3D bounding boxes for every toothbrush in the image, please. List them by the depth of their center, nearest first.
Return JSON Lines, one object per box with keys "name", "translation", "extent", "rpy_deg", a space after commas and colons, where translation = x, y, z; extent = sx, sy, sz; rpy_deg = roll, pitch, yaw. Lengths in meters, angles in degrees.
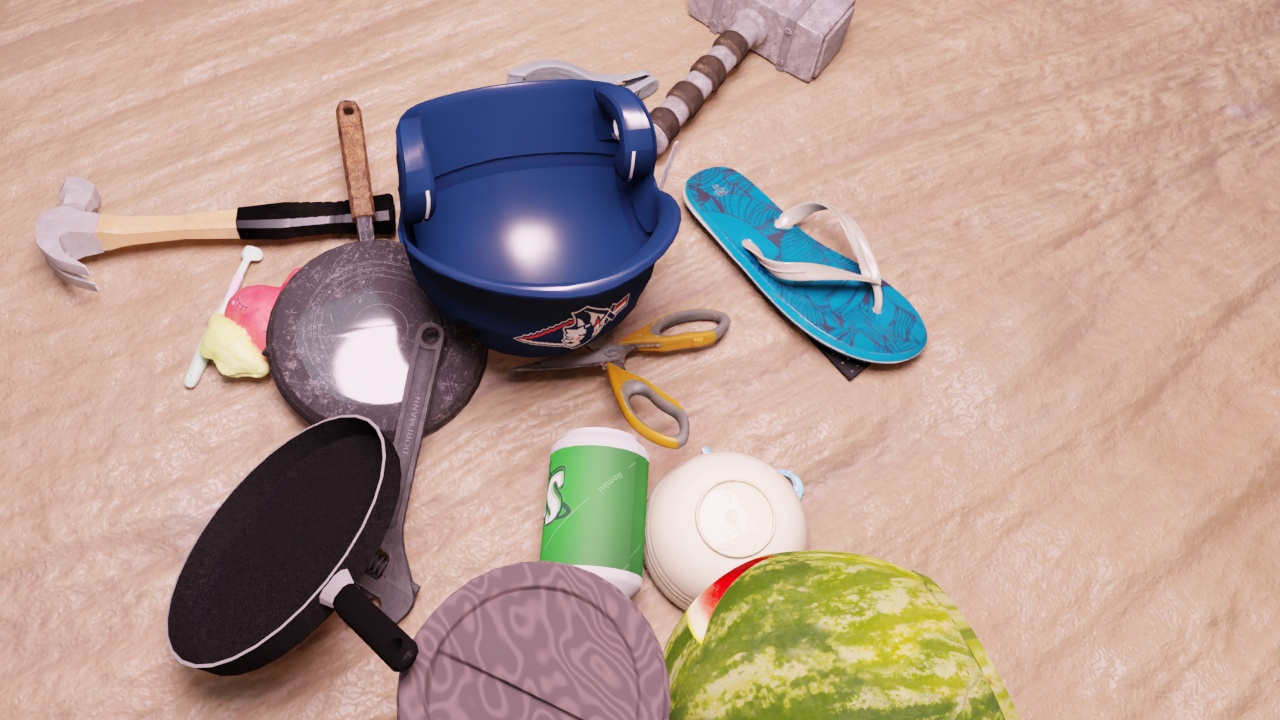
{"name": "toothbrush", "translation": [0.008, -0.142, 0.861], "extent": [0.010, 0.182, 0.010], "rpy_deg": [-24, 67, -28]}
{"name": "toothbrush", "translation": [-0.404, -0.043, 0.886], "extent": [0.022, 0.015, 0.154], "rpy_deg": [13, 67, 5]}

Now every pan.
{"name": "pan", "translation": [-0.242, 0.154, 0.682], "extent": [0.357, 0.034, 0.225], "rpy_deg": [16, 63, 49]}
{"name": "pan", "translation": [-0.257, -0.097, 0.869], "extent": [0.207, 0.040, 0.356], "rpy_deg": [-8, 77, -17]}

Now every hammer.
{"name": "hammer", "translation": [-0.410, -0.134, 0.902], "extent": [0.328, 0.039, 0.131], "rpy_deg": [-5, 51, -9]}
{"name": "hammer", "translation": [0.077, -0.316, 0.994], "extent": [0.177, 0.080, 0.325], "rpy_deg": [34, 69, 12]}

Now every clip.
{"name": "clip", "translation": [-0.071, -0.274, 0.979], "extent": [0.165, 0.032, 0.164], "rpy_deg": [17, 59, -6]}

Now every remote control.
{"name": "remote control", "translation": [0.171, -0.039, 0.915], "extent": [0.030, 0.009, 0.140], "rpy_deg": [-36, 73, -17]}

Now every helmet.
{"name": "helmet", "translation": [0.126, 0.261, 0.668], "extent": [0.247, 0.213, 0.243], "rpy_deg": [-24, 89, 2]}
{"name": "helmet", "translation": [-0.086, -0.105, 0.791], "extent": [0.232, 0.223, 0.272], "rpy_deg": [-15, 29, -17]}

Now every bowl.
{"name": "bowl", "translation": [0.076, 0.142, 0.785], "extent": [0.151, 0.075, 0.150], "rpy_deg": [1, 67, -3]}

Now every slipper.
{"name": "slipper", "translation": [0.161, -0.105, 0.909], "extent": [0.118, 0.060, 0.295], "rpy_deg": [-38, 72, -27]}

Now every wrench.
{"name": "wrench", "translation": [-0.209, 0.099, 0.802], "extent": [0.073, 0.018, 0.273], "rpy_deg": [10, 80, 2]}

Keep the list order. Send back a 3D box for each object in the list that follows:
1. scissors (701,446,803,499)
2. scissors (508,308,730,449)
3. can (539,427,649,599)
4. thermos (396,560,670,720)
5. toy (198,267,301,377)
{"name": "scissors", "translation": [0.085, 0.142, 0.831], "extent": [0.134, 0.011, 0.139], "rpy_deg": [-1, 68, -6]}
{"name": "scissors", "translation": [-0.005, 0.004, 0.850], "extent": [0.225, 0.016, 0.229], "rpy_deg": [-12, 43, -15]}
{"name": "can", "translation": [-0.039, 0.134, 0.787], "extent": [0.088, 0.088, 0.139], "rpy_deg": [4, 66, -1]}
{"name": "thermos", "translation": [-0.071, 0.248, 0.659], "extent": [0.172, 0.226, 0.172], "rpy_deg": [1, 66, -3]}
{"name": "toy", "translation": [-0.349, -0.037, 0.869], "extent": [0.135, 0.045, 0.091], "rpy_deg": [-40, 78, -20]}
